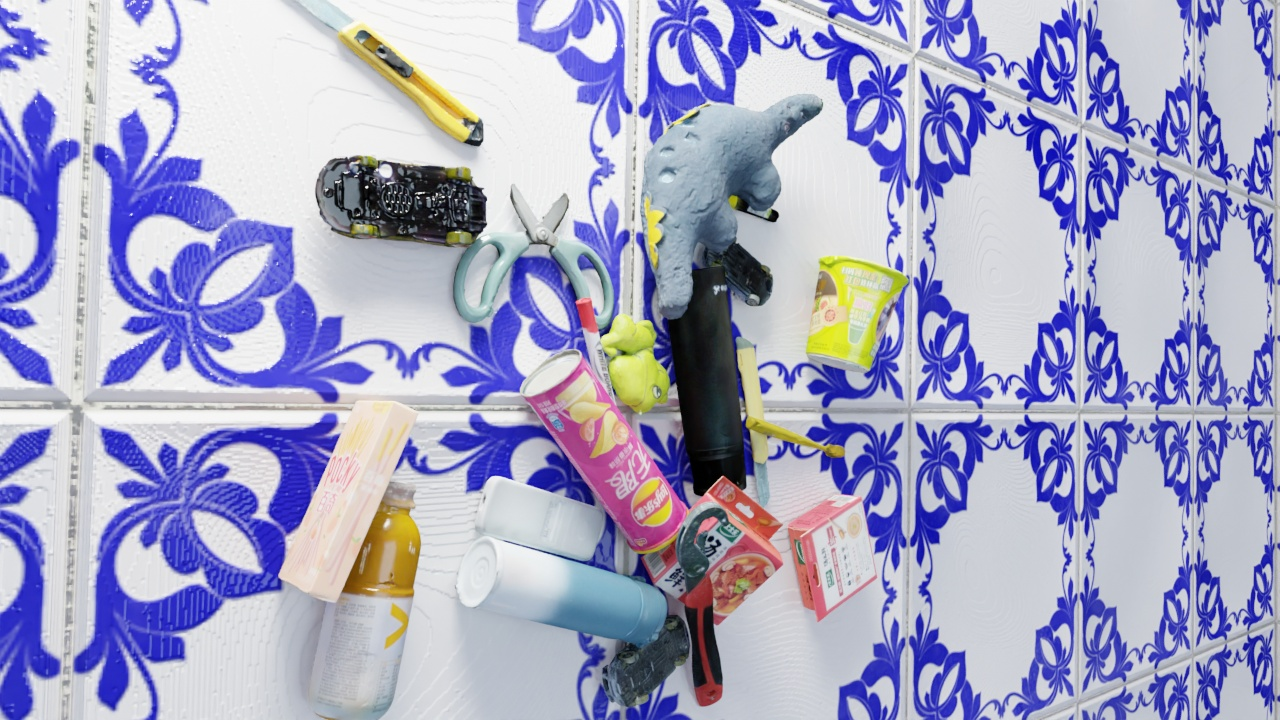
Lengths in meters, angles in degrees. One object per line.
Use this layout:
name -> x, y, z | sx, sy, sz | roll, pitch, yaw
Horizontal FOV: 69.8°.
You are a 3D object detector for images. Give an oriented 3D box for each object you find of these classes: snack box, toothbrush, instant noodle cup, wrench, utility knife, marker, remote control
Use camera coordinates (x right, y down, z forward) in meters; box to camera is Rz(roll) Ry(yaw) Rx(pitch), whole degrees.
snack box -> 0.085, 0.204, 0.974 | 0.127, 0.044, 0.113 | -46, 121, 7
toothbrush -> 0.190, 0.094, 1.103 | 0.190, 0.017, 0.015 | 20, 72, -43
instant noodle cup -> 0.255, -0.053, 1.119 | 0.111, 0.112, 0.123 | 20, 85, -37
wrench -> 0.066, 0.264, 0.959 | 0.056, 0.016, 0.274 | -14, 119, -19
utility knife -> -0.218, -0.256, 0.789 | 0.216, 0.015, 0.033 | 36, 65, -33
marker -> 0.119, -0.181, 1.064 | 0.124, 0.015, 0.018 | 11, 84, -42
remote control -> -0.095, 0.153, 0.880 | 0.136, 0.020, 0.055 | 24, 74, -36
snack box -> 0.229, 0.240, 1.127 | 0.126, 0.044, 0.113 | -21, 103, -39
marker -> -0.041, 0.008, 0.916 | 0.017, 0.017, 0.145 | -28, 115, -36
snack box -> -0.232, 0.107, 0.729 | 0.026, 0.085, 0.157 | 30, 71, -32
utility knife -> 0.135, 0.072, 1.069 | 0.030, 0.021, 0.204 | -11, 90, -35

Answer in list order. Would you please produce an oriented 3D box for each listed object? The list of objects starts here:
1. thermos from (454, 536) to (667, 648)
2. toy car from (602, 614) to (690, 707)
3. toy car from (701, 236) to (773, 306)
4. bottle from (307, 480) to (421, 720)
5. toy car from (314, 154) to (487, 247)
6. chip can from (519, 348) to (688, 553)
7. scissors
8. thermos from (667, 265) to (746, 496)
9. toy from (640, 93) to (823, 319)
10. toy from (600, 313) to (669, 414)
thermos -> -0.067, 0.223, 0.877 | 0.220, 0.070, 0.070 | 25, 74, -37
toy car -> 0.008, 0.310, 0.953 | 0.120, 0.037, 0.054 | -24, 104, -47
toy car -> 0.110, -0.102, 1.043 | 0.105, 0.031, 0.048 | 36, 68, -31
bottle -> -0.220, 0.192, 0.748 | 0.068, 0.068, 0.189 | 16, 80, -38
toy car -> -0.201, -0.135, 0.784 | 0.157, 0.042, 0.070 | 1, 88, -40
chip can -> -0.032, 0.091, 0.899 | 0.071, 0.072, 0.210 | -46, 117, -30
scissors -> -0.095, -0.077, 0.886 | 0.170, 0.019, 0.171 | 48, 61, -27
thermos -> 0.074, 0.021, 0.999 | 0.089, 0.068, 0.242 | -27, 111, -69
toy -> 0.078, -0.196, 0.968 | 0.138, 0.092, 0.355 | 37, 61, 1
toy -> -0.006, 0.006, 0.949 | 0.096, 0.031, 0.100 | 15, 76, -38
